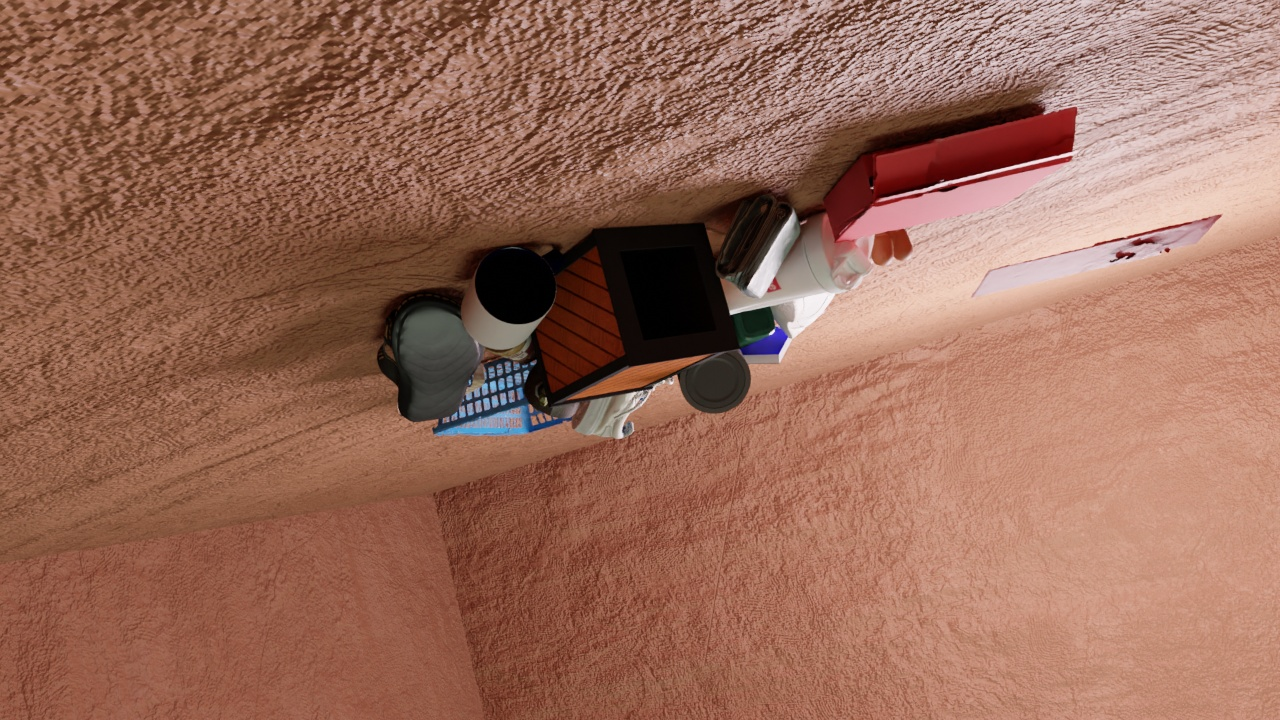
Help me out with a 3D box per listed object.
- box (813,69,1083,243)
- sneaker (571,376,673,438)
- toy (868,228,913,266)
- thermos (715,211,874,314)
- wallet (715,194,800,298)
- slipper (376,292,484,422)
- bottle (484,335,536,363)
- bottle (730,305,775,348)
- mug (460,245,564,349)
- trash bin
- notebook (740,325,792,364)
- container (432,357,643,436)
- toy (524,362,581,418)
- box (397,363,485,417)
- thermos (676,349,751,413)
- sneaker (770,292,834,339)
[{"bbox_3d":[0.308,-0.187,0.943,0.214,0.164,0.153,-15,128,-9],"label":"box"},{"bbox_3d":[-0.007,0.007,1.186,0.090,0.089,0.243,16,124,-16],"label":"sneaker"},{"bbox_3d":[0.276,-0.139,1.166,0.094,0.065,0.128,-6,173,-36],"label":"toy"},{"bbox_3d":[0.170,-0.106,1.090,0.221,0.099,0.099,-17,172,41],"label":"thermos"},{"bbox_3d":[0.127,-0.119,0.971,0.100,0.054,0.131,-57,163,6],"label":"wallet"},{"bbox_3d":[-0.244,-0.009,1.057,0.113,0.075,0.268,-9,154,-17],"label":"slipper"},{"bbox_3d":[-0.158,-0.029,1.136,0.056,0.056,0.105,-16,171,7],"label":"bottle"},{"bbox_3d":[0.134,-0.047,1.316,0.061,0.061,0.131,-14,174,-22],"label":"bottle"},{"bbox_3d":[-0.121,-0.070,0.914,0.111,0.078,0.097,-42,-178,-22],"label":"mug"},{"bbox_3d":[-0.017,-0.046,0.987,0.139,0.139,0.172,-9,170,-35],"label":"trash bin"},{"bbox_3d":[0.122,-0.024,1.411,0.209,0.022,0.171,-1,-164,18],"label":"notebook"},{"bbox_3d":[-0.160,0.049,1.515,0.257,0.089,0.362,-17,171,14],"label":"container"},{"bbox_3d":[-0.089,0.001,1.143,0.153,0.078,0.178,-60,-178,34],"label":"toy"},{"bbox_3d":[-0.272,0.024,1.241,0.187,0.082,0.042,-20,159,41],"label":"box"},{"bbox_3d":[0.080,-0.014,1.160,0.082,0.082,0.240,-15,-162,2],"label":"thermos"},{"bbox_3d":[0.227,-0.106,1.264,0.104,0.090,0.236,-36,162,1],"label":"sneaker"}]
